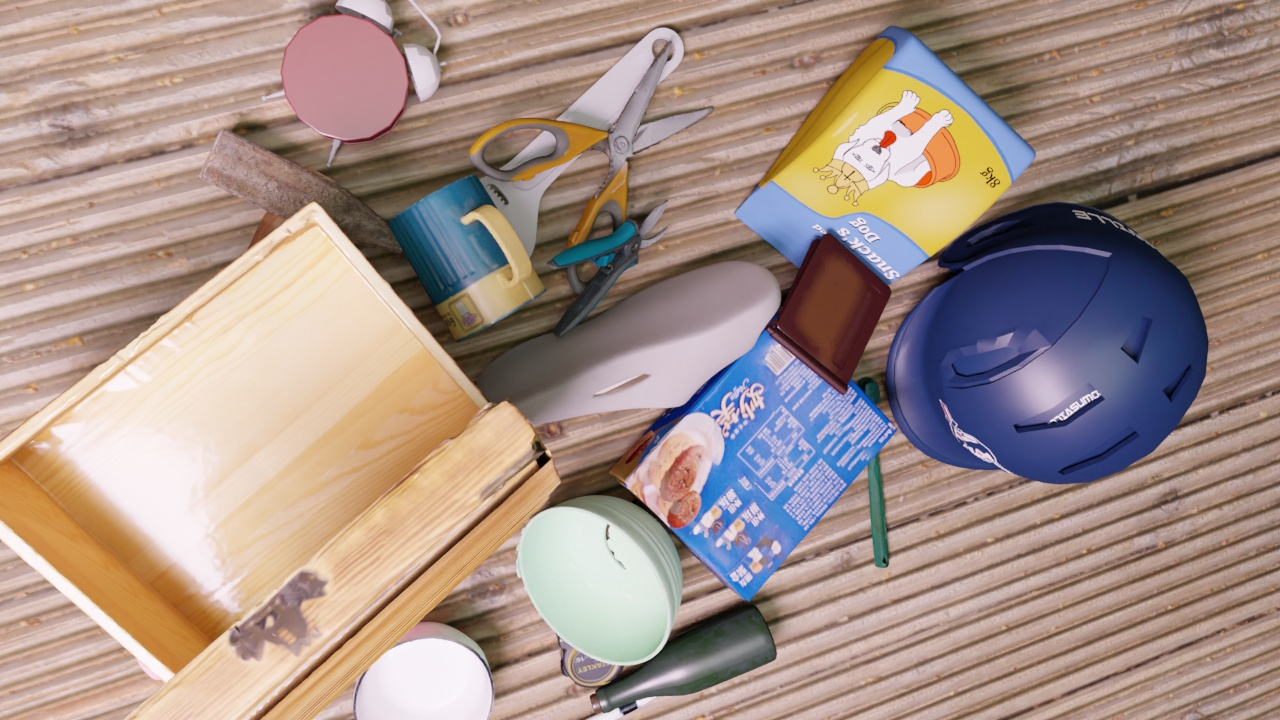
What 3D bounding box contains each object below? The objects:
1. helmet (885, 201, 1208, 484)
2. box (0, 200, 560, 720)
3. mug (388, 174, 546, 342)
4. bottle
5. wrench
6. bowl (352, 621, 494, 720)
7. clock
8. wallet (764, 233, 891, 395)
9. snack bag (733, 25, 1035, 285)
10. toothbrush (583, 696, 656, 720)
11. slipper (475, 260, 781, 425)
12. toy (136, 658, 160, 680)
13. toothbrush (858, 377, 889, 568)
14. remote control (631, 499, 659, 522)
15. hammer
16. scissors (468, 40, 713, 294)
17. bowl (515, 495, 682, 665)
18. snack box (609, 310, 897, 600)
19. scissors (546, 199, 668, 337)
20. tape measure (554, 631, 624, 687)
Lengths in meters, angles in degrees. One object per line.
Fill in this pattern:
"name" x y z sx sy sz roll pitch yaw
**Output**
"helmet" 0.354 0.009 0.817 0.232 0.222 0.273 41 124 -15
"box" -0.200 0.100 0.537 0.278 0.324 0.284 -42 109 -12
"mug" -0.125 -0.082 0.700 0.083 0.114 0.107 -34 101 -33
"bottle" 0.036 0.282 0.843 0.174 0.055 0.055 -21 102 -8
"wrench" -0.060 -0.173 0.772 0.273 0.018 0.087 -43 105 -5
"bowl" -0.185 0.276 0.784 0.116 0.066 0.116 -2 99 -13
"clock" -0.218 -0.223 0.710 0.137 0.048 0.096 -43 105 -4
"wallet" 0.163 -0.042 0.788 0.091 0.018 0.115 38 63 -17
"snack bag" 0.206 -0.158 0.803 0.159 0.102 0.206 36 111 -16
"toothbrush" -0.020 0.331 0.859 0.186 0.012 0.017 -20 106 -10
"slipper" -0.004 0.004 0.772 0.266 0.113 0.081 -24 121 -3
"toy" -0.275 0.181 0.739 0.236 0.097 0.192 -2 104 -25
"toothbrush" 0.227 0.109 0.881 0.016 0.017 0.190 -9 100 -12
"remote control" 0.050 0.106 0.842 0.140 0.009 0.030 -36 104 -6
"hammer" -0.314 -0.010 0.726 0.158 0.037 0.301 26 92 -16
"scissors" -0.029 -0.158 0.767 0.224 0.016 0.217 -21 115 -22
"bowl" -0.024 0.176 0.785 0.076 0.151 0.151 -35 110 -52
"snack box" 0.099 0.080 0.807 0.155 0.069 0.202 45 81 -13
"scissors" -0.031 -0.076 0.761 0.019 0.153 0.125 37 119 25
"tape measure" -0.044 0.263 0.831 0.061 0.034 0.061 -8 97 -11
